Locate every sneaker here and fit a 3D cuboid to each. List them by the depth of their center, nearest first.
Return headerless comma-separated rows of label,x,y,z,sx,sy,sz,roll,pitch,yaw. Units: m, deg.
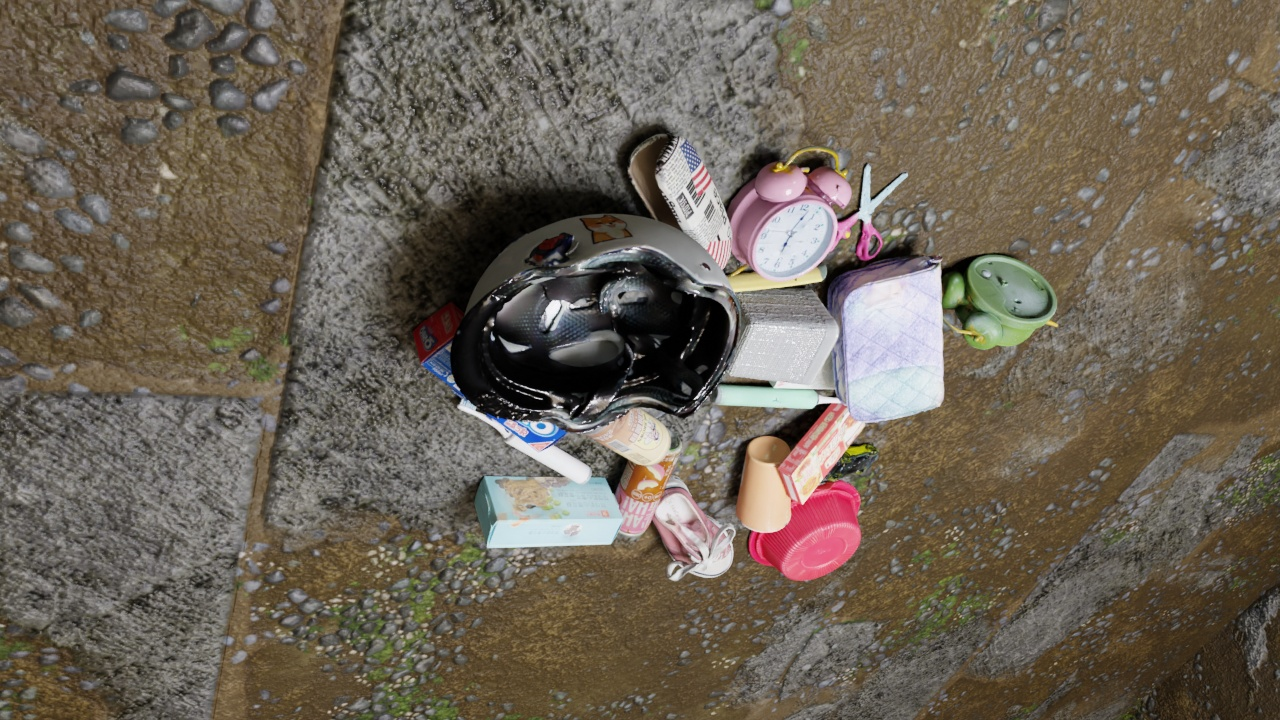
sneaker,0.076,0.254,1.284,0.118,0.087,0.241,-30,135,1

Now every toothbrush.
toothbrush,-0.135,0.096,1.082,0.221,0.027,0.026,38,68,-43
toothbrush,0.194,0.049,1.181,0.224,0.026,0.027,3,103,-21

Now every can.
can,-0.019,0.078,1.065,0.059,0.058,0.116,-42,135,14
can,0.004,0.154,1.174,0.057,0.058,0.148,3,125,-28

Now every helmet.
helmet,-0.045,-0.053,0.898,0.274,0.156,0.230,-6,136,-2

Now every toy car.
toy car,0.303,0.144,1.334,0.105,0.032,0.048,-6,132,-37

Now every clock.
clock,0.158,-0.156,0.969,0.117,0.059,0.159,1,127,-28
clock,0.437,-0.070,1.144,0.161,0.116,0.056,-10,143,-21

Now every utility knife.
utility knife,0.115,-0.090,1.031,0.220,0.031,0.022,-4,133,-20

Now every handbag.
handbag,0.300,-0.026,1.112,0.134,0.075,0.194,-12,118,-3

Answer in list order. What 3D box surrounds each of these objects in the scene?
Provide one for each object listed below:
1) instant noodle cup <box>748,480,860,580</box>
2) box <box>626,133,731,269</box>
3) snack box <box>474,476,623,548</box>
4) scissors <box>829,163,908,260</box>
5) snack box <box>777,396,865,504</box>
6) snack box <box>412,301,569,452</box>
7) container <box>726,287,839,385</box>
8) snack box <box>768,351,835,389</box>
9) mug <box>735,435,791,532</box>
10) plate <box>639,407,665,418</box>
instant noodle cup,0.265,0.273,1.409,0.193,0.065,0.194,-13,133,-14
box,0.054,-0.151,0.908,0.075,0.083,0.163,-38,134,-5
snack box,-0.114,0.187,1.141,0.174,0.074,0.052,4,127,-29
scissors,0.256,-0.161,1.045,0.133,0.017,0.130,-43,132,10
snack box,0.246,0.116,1.239,0.152,0.025,0.075,-46,138,-19
snack box,-0.152,0.024,0.985,0.057,0.058,0.207,-37,135,9
container,0.148,-0.031,1.060,0.114,0.090,0.090,3,128,-24
snack box,0.245,-0.002,1.174,0.156,0.027,0.085,2,128,-27
mug,0.172,0.167,1.265,0.078,0.078,0.123,-13,128,-15
plate,-0.006,0.006,1.065,0.179,0.024,0.180,-14,136,-15
